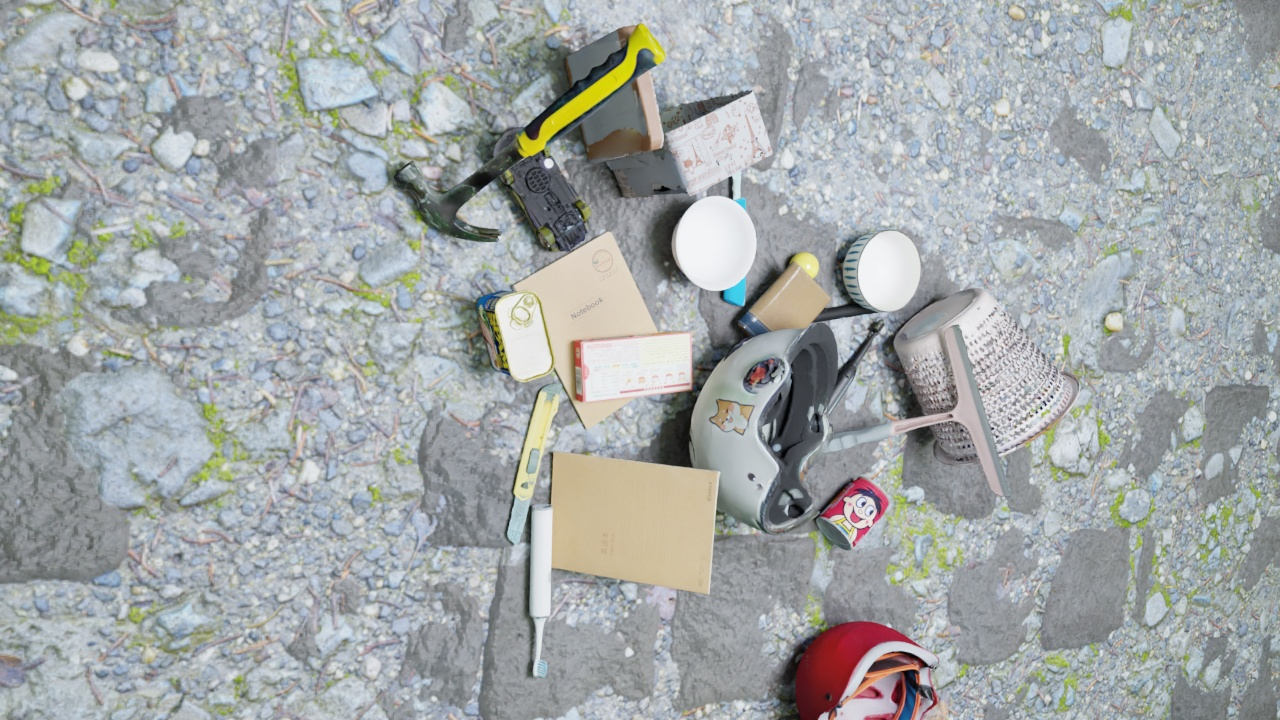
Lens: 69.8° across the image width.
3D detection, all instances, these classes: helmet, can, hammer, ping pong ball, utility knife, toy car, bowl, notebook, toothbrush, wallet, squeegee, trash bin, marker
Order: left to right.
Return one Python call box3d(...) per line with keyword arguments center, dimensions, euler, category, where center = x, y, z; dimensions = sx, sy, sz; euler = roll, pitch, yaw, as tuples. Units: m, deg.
box3d(center=(-0.147, -0.031, 1.065), dimensions=(0.057, 0.083, 0.102), euler=(-19, 103, -25), category="can")
box3d(center=(-0.134, 0.126, 1.132), dimensions=(0.031, 0.021, 0.206), euler=(15, 93, -22), category="utility knife")
box3d(center=(-0.110, -0.239, 0.983), dimensions=(0.324, 0.031, 0.126), euler=(-31, 113, 21), category="hammer")
box3d(center=(-0.125, 0.289, 1.144), dimensions=(0.026, 0.026, 0.221), euler=(-13, 106, -71), category="toothbrush")
box3d(center=(-0.117, -0.201, 1.084), dimensions=(0.070, 0.042, 0.158), euler=(-38, 112, -18), category="toy car")
box3d(center=(-0.054, -0.037, 1.154), dimensions=(0.147, 0.008, 0.208), euler=(-33, 109, -20), category="notebook")
box3d(center=(-0.012, 0.196, 1.120), dimensions=(0.212, 0.012, 0.149), euler=(5, 95, 17), category="notebook")
box3d(center=(0.082, -0.150, 1.178), dimensions=(0.118, 0.065, 0.118), euler=(-4, 98, -27), category="bowl")
box3d(center=(0.128, -0.175, 1.225), dimensions=(0.034, 0.018, 0.204), euler=(-3, 97, -39), category="utility knife")
box3d(center=(0.150, 0.081, 1.182), dimensions=(0.230, 0.157, 0.273), euler=(39, 61, -58), category="helmet")
box3d(center=(0.195, -0.067, 1.246), dimensions=(0.090, 0.033, 0.115), euler=(39, 96, -29), category="wallet")
box3d(center=(0.226, -0.129, 1.267), dimensions=(0.040, 0.040, 0.040), euler=(-3, 97, -27), category="ping pong ball")
box3d(center=(0.291, -0.071, 1.319), dimensions=(0.131, 0.020, 0.022), euler=(-9, 120, -25), category="marker")
box3d(center=(0.295, 0.025, 1.328), dimensions=(0.212, 0.026, 0.027), euler=(-54, 153, -12), category="toothbrush")
box3d(center=(0.311, 0.221, 1.335), dimensions=(0.093, 0.067, 0.066), euler=(-42, 112, -17), category="can")
box3d(center=(0.312, 0.480, 1.326), dimensions=(0.206, 0.144, 0.240), euler=(-14, 116, -25), category="helmet")
box3d(center=(0.334, -0.128, 1.308), dimensions=(0.116, 0.066, 0.116), euler=(-3, 98, -26), category="bowl")
box3d(center=(0.359, 0.096, 1.292), dimensions=(0.040, 0.250, 0.247), euler=(-32, 105, -67), category="squeegee")
box3d(center=(0.480, 0.012, 1.332), dimensions=(0.227, 0.228, 0.192), euler=(-38, 98, -18), category="trash bin")

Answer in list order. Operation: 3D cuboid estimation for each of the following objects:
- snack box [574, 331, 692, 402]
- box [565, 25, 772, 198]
box3d(center=(-0.007, 0.007, 1.162), dimensions=(0.155, 0.027, 0.077), euler=(-6, 98, -26), category="snack box")
box3d(center=(0.020, -0.298, 1.069), dimensions=(0.156, 0.183, 0.193), euler=(-29, 111, -22), category="box")
